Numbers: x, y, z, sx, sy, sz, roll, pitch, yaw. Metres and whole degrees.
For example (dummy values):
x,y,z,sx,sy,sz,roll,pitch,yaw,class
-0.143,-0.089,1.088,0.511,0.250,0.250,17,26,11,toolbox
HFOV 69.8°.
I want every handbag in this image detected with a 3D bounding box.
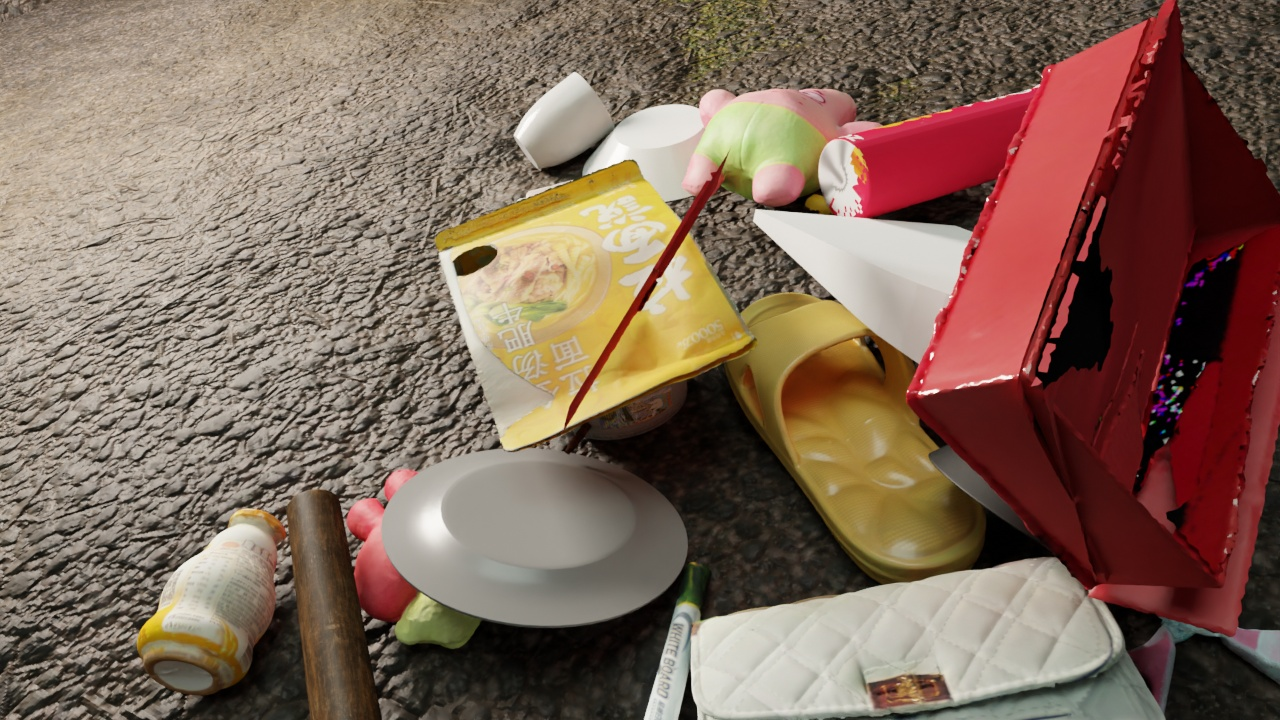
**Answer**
x,y,z,sx,sy,sz,roll,pitch,yaw,class
0.121,0.156,0.410,0.195,0.072,0.138,-12,32,6,handbag

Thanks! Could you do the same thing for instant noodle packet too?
x,y,z,sx,sy,sz,roll,pitch,yaw,class
-0.036,-0.037,0.609,0.163,0.084,0.221,-22,36,-6,instant noodle packet

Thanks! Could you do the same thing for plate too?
x,y,z,sx,sy,sz,roll,pitch,yaw,class
-0.060,0.092,0.540,0.178,0.012,0.178,7,24,-3,plate
0.022,-0.221,0.928,0.174,0.036,0.173,-8,39,7,plate

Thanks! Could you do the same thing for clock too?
x,y,z,sx,sy,sz,roll,pitch,yaw,class
-0.004,0.004,0.648,0.147,0.056,0.104,-24,32,-16,clock

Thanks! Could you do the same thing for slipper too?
x,y,z,sx,sy,sz,roll,pitch,yaw,class
0.123,0.024,0.575,0.099,0.078,0.263,-19,42,-6,slipper

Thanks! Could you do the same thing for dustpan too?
x,y,z,sx,sy,sz,roll,pitch,yaw,class
0.217,-0.036,0.605,0.191,0.053,0.258,0,22,-26,dustpan

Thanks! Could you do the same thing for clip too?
x,y,z,sx,sy,sz,roll,pitch,yaw,class
0.159,-0.113,0.774,0.054,0.046,0.048,24,19,36,clip

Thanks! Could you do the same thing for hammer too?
x,y,z,sx,sy,sz,roll,pitch,yaw,class
-0.109,0.172,0.458,0.217,0.037,0.300,-20,49,-8,hammer

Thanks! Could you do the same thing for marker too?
x,y,z,sx,sy,sz,roll,pitch,yaw,class
0.018,0.154,0.468,0.017,0.017,0.146,-2,25,14,marker

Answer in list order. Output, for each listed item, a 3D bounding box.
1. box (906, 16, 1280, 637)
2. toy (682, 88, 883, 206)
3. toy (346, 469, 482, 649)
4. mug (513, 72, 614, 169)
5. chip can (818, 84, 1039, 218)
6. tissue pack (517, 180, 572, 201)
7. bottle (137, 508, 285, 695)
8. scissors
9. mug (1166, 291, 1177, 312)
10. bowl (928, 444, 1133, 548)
x,y,z,sx,sy,sz,roll,pitch,yaw,class
0.302,0.002,0.324,0.375,0.148,0.212,16,58,30,box
0.138,-0.205,0.837,0.192,0.097,0.236,20,39,30,toy
-0.133,0.118,0.559,0.091,0.045,0.135,-40,50,-20,toy
-0.088,-0.247,0.978,0.089,0.071,0.107,-38,13,-3,mug
0.255,-0.172,0.751,0.220,0.069,0.069,-18,38,-19,chip can
-0.055,-0.103,0.791,0.104,0.071,0.181,-12,43,1,tissue pack
-0.251,0.141,0.552,0.063,0.063,0.108,-4,40,11,bottle
0.279,0.141,0.440,0.176,0.013,0.170,12,43,33,scissors
0.369,-0.050,0.581,0.073,0.091,0.110,-32,43,-21,mug
0.213,0.059,0.456,0.124,0.124,0.052,41,106,45,bowl
